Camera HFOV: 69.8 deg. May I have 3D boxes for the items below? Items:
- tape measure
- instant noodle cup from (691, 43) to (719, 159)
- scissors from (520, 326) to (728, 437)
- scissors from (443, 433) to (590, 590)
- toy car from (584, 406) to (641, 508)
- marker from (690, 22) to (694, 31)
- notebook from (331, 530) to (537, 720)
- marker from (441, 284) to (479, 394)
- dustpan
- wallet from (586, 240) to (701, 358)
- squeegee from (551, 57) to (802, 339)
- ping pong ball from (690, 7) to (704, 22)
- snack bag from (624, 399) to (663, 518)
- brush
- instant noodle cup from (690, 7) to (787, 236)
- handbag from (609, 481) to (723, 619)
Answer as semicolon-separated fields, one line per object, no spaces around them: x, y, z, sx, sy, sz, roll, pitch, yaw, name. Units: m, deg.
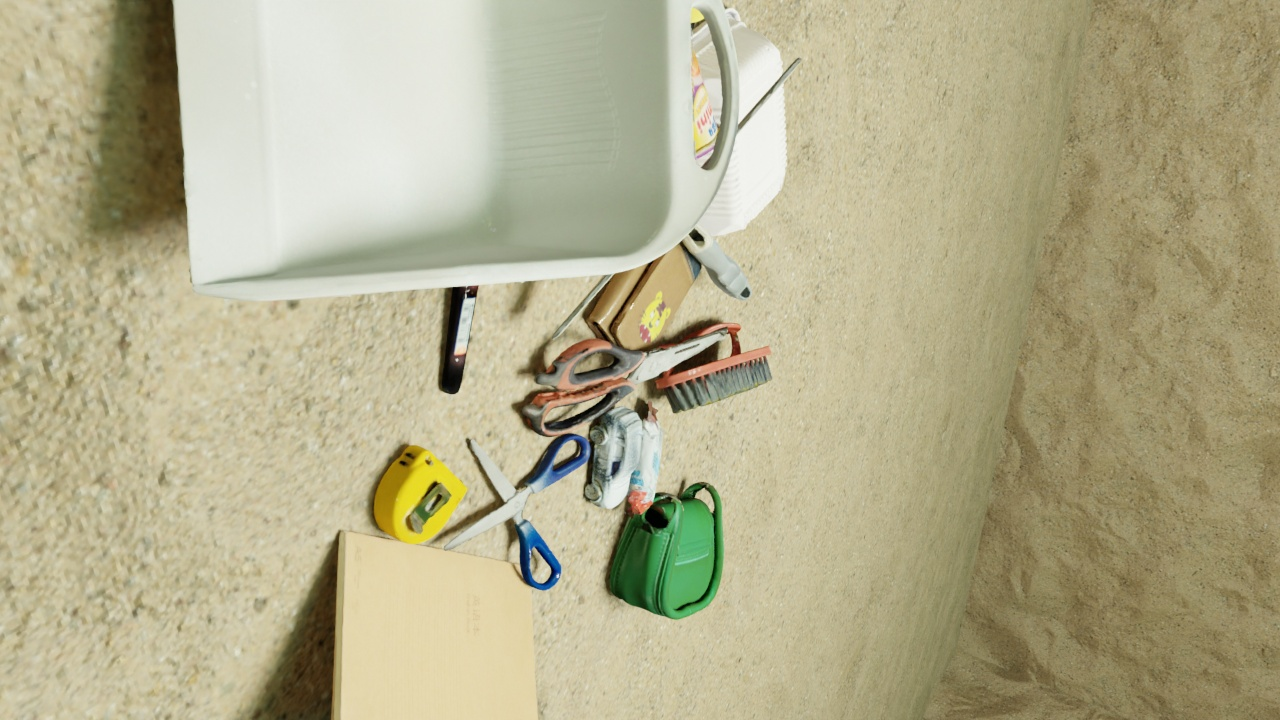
-0.139;0.088;0.583;0.057;0.029;0.060;-58;147;-22;tape measure
-0.008;-0.181;0.594;0.111;0.112;0.099;-44;132;-41;instant noodle cup
0.001;-0.006;0.727;0.210;0.015;0.177;-46;146;-12;scissors
-0.086;0.108;0.691;0.161;0.012;0.176;-51;138;-39;scissors
-0.021;0.084;0.776;0.042;0.034;0.091;-23;126;-57;toy car
0.044;-0.314;0.695;0.018;0.015;0.124;-18;122;-51;marker
-0.129;0.201;0.613;0.211;0.012;0.149;34;46;-59;notebook
-0.113;-0.037;0.579;0.018;0.015;0.124;-13;119;-55;marker
-0.064;-0.144;0.443;0.257;0.143;0.223;-10;99;-62;dustpan
0.006;-0.056;0.750;0.115;0.033;0.090;-59;148;-17;wallet
0.049;-0.093;0.725;0.246;0.039;0.246;-48;158;4;squeegee
0.037;-0.271;0.679;0.040;0.040;0.040;-34;132;-48;ping pong ball
0.005;0.090;0.815;0.045;0.026;0.105;48;51;-71;snack bag
0.062;0.004;0.852;0.145;0.063;0.069;-15;87;-54;brush
0.076;-0.189;0.769;0.137;0.060;0.174;-48;143;-37;instant noodle cup
0.033;0.179;0.878;0.131;0.068;0.120;2;102;-60;handbag
